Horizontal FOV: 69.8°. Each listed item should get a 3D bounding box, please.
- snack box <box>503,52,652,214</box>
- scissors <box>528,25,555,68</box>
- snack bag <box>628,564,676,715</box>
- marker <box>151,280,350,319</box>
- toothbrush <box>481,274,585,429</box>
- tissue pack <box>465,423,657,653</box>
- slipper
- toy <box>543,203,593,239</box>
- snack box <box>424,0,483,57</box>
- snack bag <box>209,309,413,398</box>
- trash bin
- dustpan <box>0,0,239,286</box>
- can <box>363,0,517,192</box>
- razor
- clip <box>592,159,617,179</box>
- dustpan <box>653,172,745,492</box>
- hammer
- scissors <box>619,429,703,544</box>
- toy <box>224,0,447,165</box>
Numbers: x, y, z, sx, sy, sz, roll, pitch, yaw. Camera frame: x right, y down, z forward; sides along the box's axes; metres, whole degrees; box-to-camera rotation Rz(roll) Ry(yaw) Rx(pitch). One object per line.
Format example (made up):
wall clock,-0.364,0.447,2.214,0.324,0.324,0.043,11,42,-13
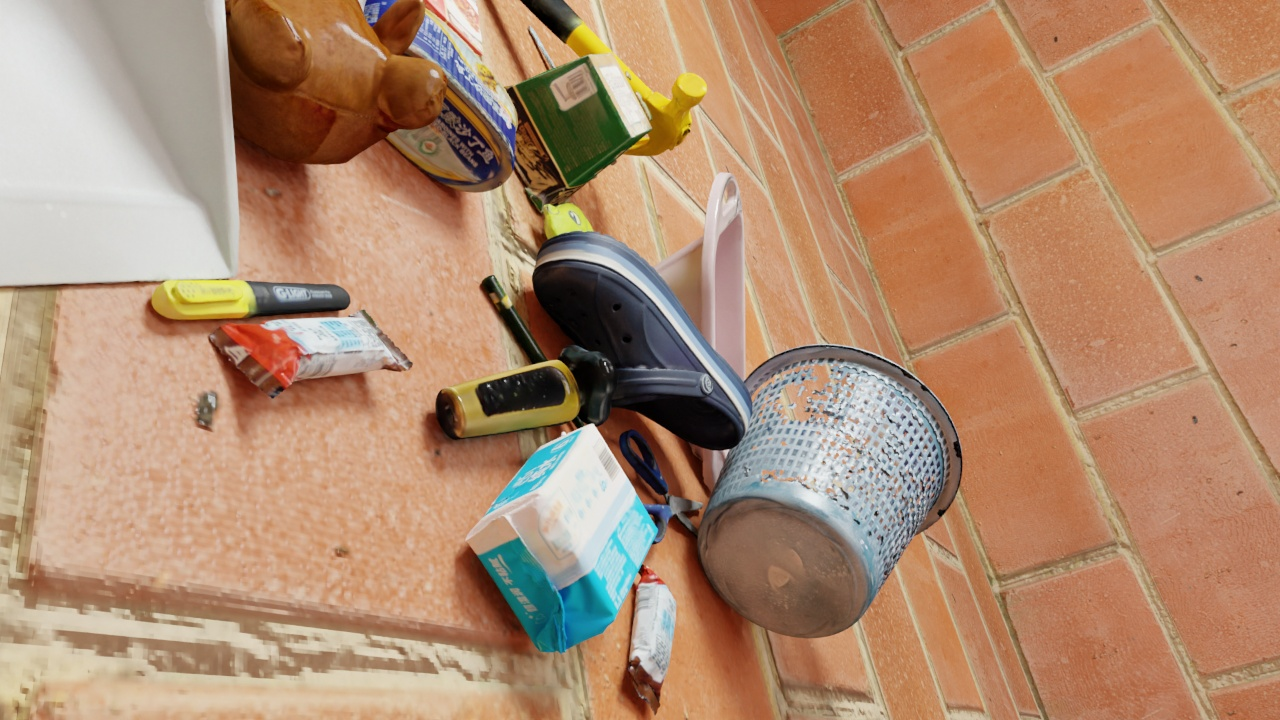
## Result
snack box,-0.059,-0.213,0.816,0.118,0.106,0.117,60,22,-11
scissors,-0.084,-0.297,0.975,0.133,0.017,0.054,60,7,-2
snack bag,0.008,0.190,0.641,0.105,0.026,0.045,-80,149,-54
marker,-0.183,-0.031,0.450,0.018,0.015,0.124,63,20,6
toothbrush,-0.064,0.016,0.684,0.186,0.012,0.017,59,16,-15
tissue pack,-0.045,0.105,0.559,0.090,0.063,0.139,60,21,-9
slipper,-0.004,0.004,0.732,0.253,0.105,0.095,45,51,-34
toy,-0.054,-0.089,0.797,0.096,0.031,0.100,35,39,-59
snack box,-0.185,-0.310,0.736,0.153,0.025,0.075,36,35,-51
snack bag,-0.160,-0.006,0.460,0.048,0.026,0.104,44,17,10
trash bin,0.153,0.126,0.817,0.226,0.227,0.194,60,37,-12
dustpan,-0.230,-0.172,0.325,0.257,0.143,0.222,64,21,3
can,-0.142,-0.178,0.628,0.148,0.075,0.049,43,33,-46
razor,-0.071,0.022,0.598,0.167,0.068,0.062,-10,75,-62
clip,-0.067,-0.232,0.918,0.102,0.035,0.094,58,20,-5
dustpan,0.090,-0.037,0.927,0.273,0.139,0.222,60,21,-12
hammer,-0.064,-0.315,0.884,0.300,0.129,0.032,46,58,5
scissors,0.022,0.122,0.756,0.166,0.012,0.154,62,20,-24
toy,-0.189,-0.211,0.506,0.140,0.131,0.199,11,47,-48
